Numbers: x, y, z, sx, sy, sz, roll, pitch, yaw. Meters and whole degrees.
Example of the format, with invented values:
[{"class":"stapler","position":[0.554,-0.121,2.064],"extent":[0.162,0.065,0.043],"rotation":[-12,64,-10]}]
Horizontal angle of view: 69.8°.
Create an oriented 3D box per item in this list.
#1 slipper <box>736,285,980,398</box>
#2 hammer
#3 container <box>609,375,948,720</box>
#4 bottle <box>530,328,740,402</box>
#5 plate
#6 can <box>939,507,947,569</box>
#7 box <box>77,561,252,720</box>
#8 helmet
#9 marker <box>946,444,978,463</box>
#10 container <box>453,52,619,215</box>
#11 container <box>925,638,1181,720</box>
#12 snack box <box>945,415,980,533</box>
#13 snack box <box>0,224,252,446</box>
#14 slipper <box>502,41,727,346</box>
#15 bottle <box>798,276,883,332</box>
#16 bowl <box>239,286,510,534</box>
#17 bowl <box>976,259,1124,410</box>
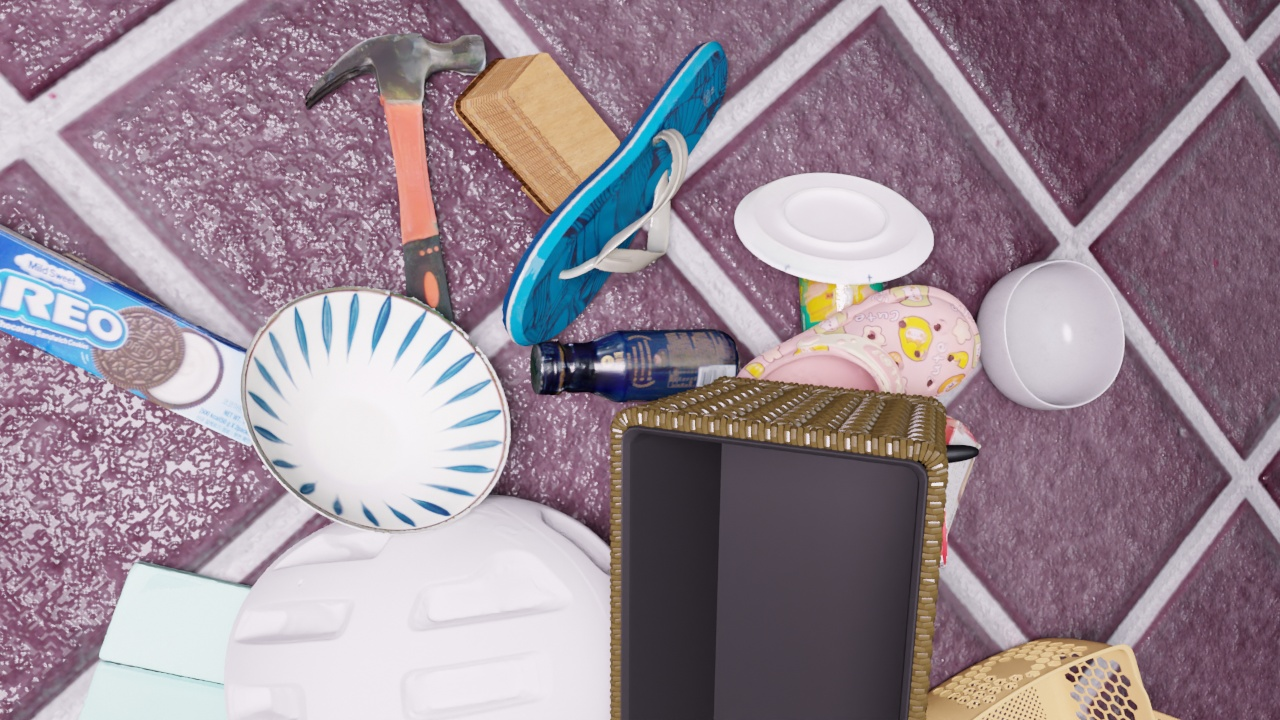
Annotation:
[{"class":"slipper","position":[0.163,0.008,0.683],"extent":[0.197,0.081,0.093],"rotation":[-21,96,2]},{"class":"hammer","position":[-0.161,-0.073,0.679],"extent":[0.133,0.033,0.333],"rotation":[-8,91,-20]},{"class":"container","position":[0.100,0.169,0.594],"extent":[0.177,0.204,0.321],"rotation":[6,104,21]},{"class":"bottle","position":[-0.004,0.004,0.710],"extent":[0.160,0.056,0.056],"rotation":[-1,88,-18]},{"class":"plate","position":[0.153,-0.111,0.731],"extent":[0.156,0.157,0.014],"rotation":[-15,133,-18]},{"class":"can","position":[0.162,0.130,0.717],"extent":[0.143,0.074,0.074],"rotation":[-4,88,22]},{"class":"box","position":[-0.274,0.225,0.631],"extent":[0.186,0.033,0.136],"rotation":[17,77,-16]},{"class":"helmet","position":[-0.134,0.202,0.617],"extent":[0.282,0.184,0.224],"rotation":[-2,77,-4]},{"class":"marker","position":[0.204,0.080,0.734],"extent":[0.134,0.015,0.018],"rotation":[-5,131,-3]},{"class":"container","position":[-0.071,-0.170,0.677],"extent":[0.114,0.061,0.063],"rotation":[47,62,-26]},{"class":"container","position":[0.341,0.315,0.749],"extent":[0.183,0.167,0.129],"rotation":[-18,93,-18]},{"class":"snack box","position":[0.211,0.178,0.766],"extent":[0.076,0.044,0.272],"rotation":[34,76,-50]},{"class":"snack box","position":[-0.343,-0.019,0.602],"extent":[0.226,0.059,0.059],"rotation":[30,82,-15]},{"class":"slipper","position":[0.002,-0.117,0.688],"extent":[0.060,0.118,0.294],"rotation":[29,70,13]},{"class":"bottle","position":[0.170,0.012,0.759],"extent":[0.068,0.068,0.210],"rotation":[-7,97,-18]},{"class":"bowl","position":[-0.181,0.043,0.610],"extent":[0.177,0.071,0.177],"rotation":[21,49,-27]},{"class":"bowl","position":[0.358,-0.022,0.824],"extent":[0.131,0.064,0.131],"rotation":[1,87,-18]}]
